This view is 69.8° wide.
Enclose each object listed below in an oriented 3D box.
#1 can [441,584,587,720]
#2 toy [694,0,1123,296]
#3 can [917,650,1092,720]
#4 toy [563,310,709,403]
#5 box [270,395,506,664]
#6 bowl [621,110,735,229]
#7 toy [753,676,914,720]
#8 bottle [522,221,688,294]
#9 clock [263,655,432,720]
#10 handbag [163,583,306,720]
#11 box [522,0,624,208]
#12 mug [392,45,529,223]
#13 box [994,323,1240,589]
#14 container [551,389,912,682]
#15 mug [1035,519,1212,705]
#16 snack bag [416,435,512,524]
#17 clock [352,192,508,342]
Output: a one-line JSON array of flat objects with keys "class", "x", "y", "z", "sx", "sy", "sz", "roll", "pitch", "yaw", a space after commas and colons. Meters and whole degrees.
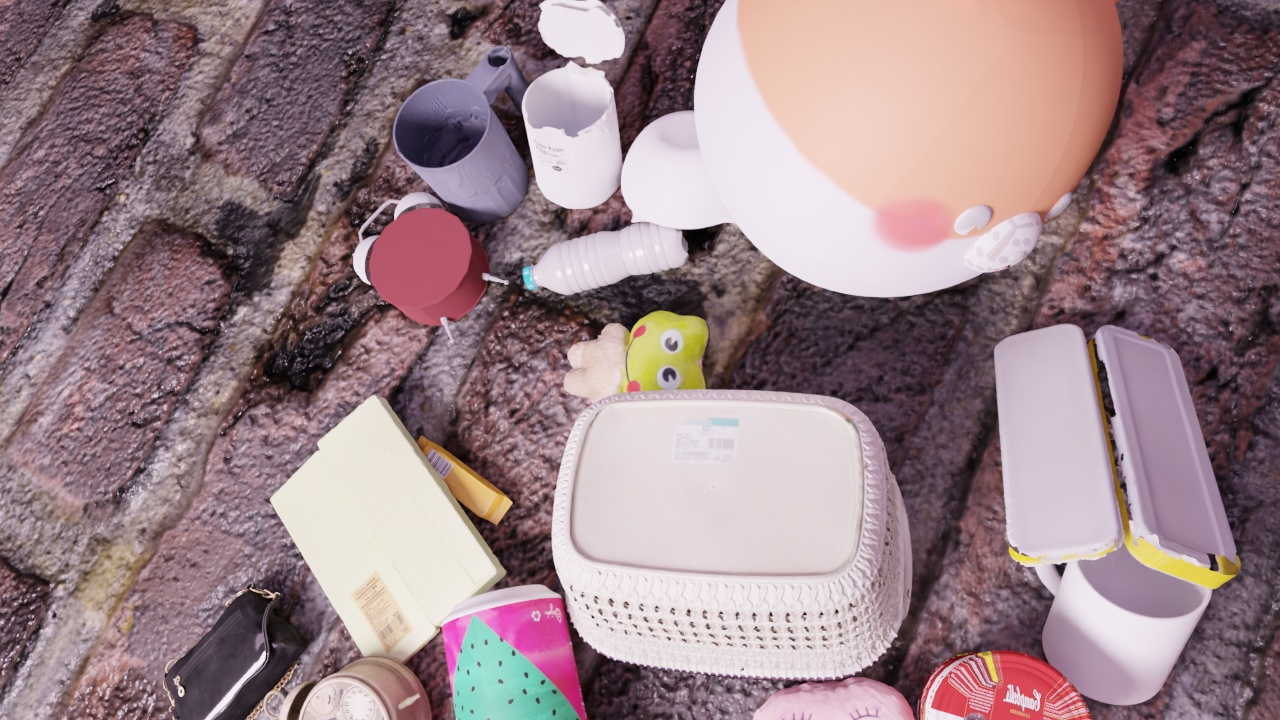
[{"class": "can", "x": -0.083, "y": 0.247, "z": 0.639, "sx": 0.088, "sy": 0.088, "sz": 0.165, "roll": -17, "pitch": 70, "yaw": 7}, {"class": "toy", "x": 0.179, "y": -0.176, "z": 0.607, "sx": 0.262, "sy": 0.282, "sz": 0.265, "roll": -12, "pitch": 71, "yaw": -30}, {"class": "can", "x": 0.218, "y": 0.223, "z": 0.560, "sx": 0.087, "sy": 0.116, "sz": 0.086, "roll": -4, "pitch": 72, "yaw": 12}, {"class": "toy", "x": -0.004, "y": 0.004, "z": 0.722, "sx": 0.118, "sy": 0.043, "sz": 0.092, "roll": -1, "pitch": 74, "yaw": 15}, {"class": "box", "x": -0.207, "y": 0.138, "z": 0.726, "sx": 0.138, "sy": 0.030, "sz": 0.187, "roll": -41, "pitch": 70, "yaw": 7}, {"class": "bowl", "x": 0.039, "y": -0.162, "z": 0.736, "sx": 0.115, "sy": 0.051, "sz": 0.114, "roll": -3, "pitch": 48, "yaw": 3}, {"class": "toy", "x": 0.132, "y": 0.264, "z": 0.606, "sx": 0.108, "sy": 0.053, "sz": 0.105, "roll": -16, "pitch": 85, "yaw": 6}, {"class": "bottle", "x": -0.030, "y": -0.084, "z": 0.755, "sx": 0.136, "sy": 0.044, "sz": 0.044, "roll": -14, "pitch": 70, "yaw": 9}, {"class": "clock", "x": -0.223, "y": 0.267, "z": 0.677, "sx": 0.141, "sy": 0.054, "sz": 0.093, "roll": 5, "pitch": 87, "yaw": 19}, {"class": "handbag", "x": -0.322, "y": 0.237, "z": 0.718, "sx": 0.079, "sy": 0.054, "sz": 0.128, "roll": 41, "pitch": 88, "yaw": 25}, {"class": "box", "x": -0.056, "y": -0.203, "z": 0.737, "sx": 0.084, "sy": 0.166, "sz": 0.094, "roll": 22, "pitch": 67, "yaw": 13}, {"class": "mug", "x": -0.136, "y": -0.190, "z": 0.781, "sx": 0.084, "sy": 0.104, "sz": 0.124, "roll": 36, "pitch": 83, "yaw": 21}, {"class": "box", "x": 0.297, "y": 0.050, "z": 0.590, "sx": 0.128, "sy": 0.046, "sz": 0.209, "roll": 3, "pitch": 42, "yaw": 15}, {"class": "container", "x": 0.057, "y": 0.109, "z": 0.621, "sx": 0.252, "sy": 0.143, "sz": 0.184, "roll": 1, "pitch": 59, "yaw": 13}, {"class": "mug", "x": 0.289, "y": 0.144, "z": 0.578, "sx": 0.073, "sy": 0.091, "sz": 0.110, "roll": -16, "pitch": 41, "yaw": -13}, {"class": "snack bag", "x": -0.145, "y": 0.096, "z": 0.737, "sx": 0.099, "sy": 0.020, "sz": 0.026, "roll": 31, "pitch": 88, "yaw": 20}, {"class": "clock", "x": -0.187, "y": -0.087, "z": 0.790, "sx": 0.137, "sy": 0.048, "sz": 0.096, "roll": 40, "pitch": 85, "yaw": 21}]
